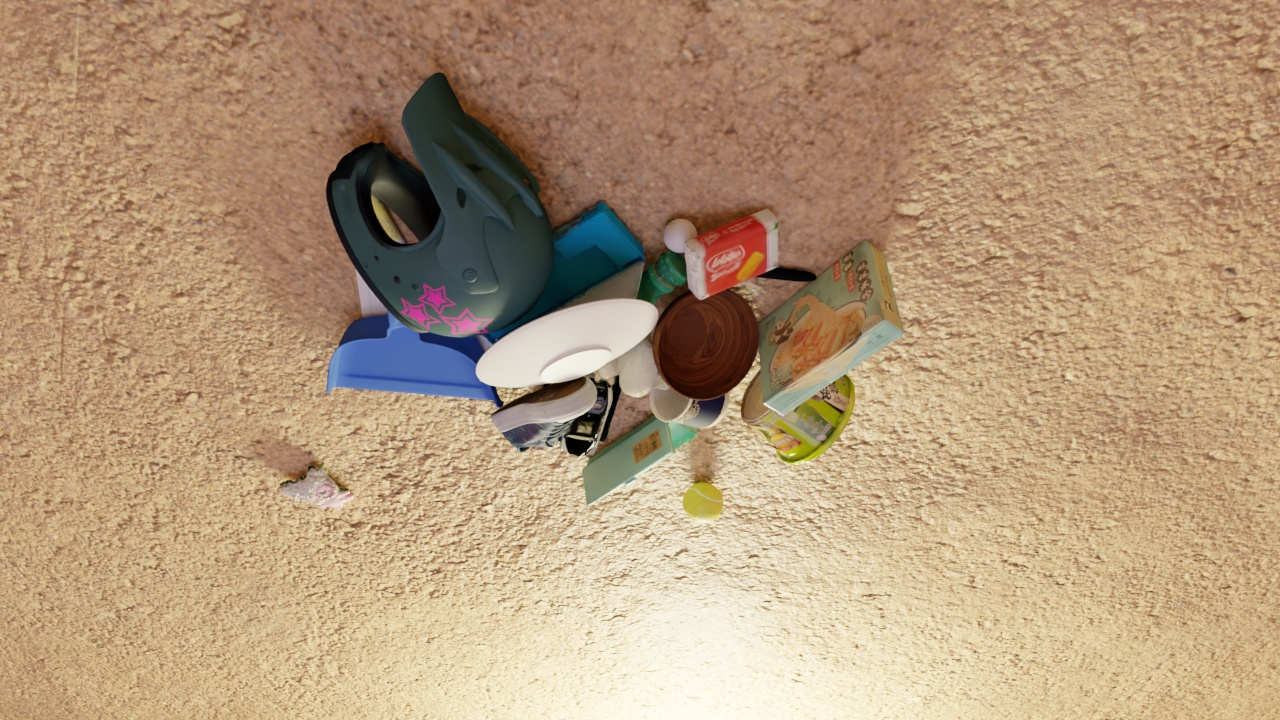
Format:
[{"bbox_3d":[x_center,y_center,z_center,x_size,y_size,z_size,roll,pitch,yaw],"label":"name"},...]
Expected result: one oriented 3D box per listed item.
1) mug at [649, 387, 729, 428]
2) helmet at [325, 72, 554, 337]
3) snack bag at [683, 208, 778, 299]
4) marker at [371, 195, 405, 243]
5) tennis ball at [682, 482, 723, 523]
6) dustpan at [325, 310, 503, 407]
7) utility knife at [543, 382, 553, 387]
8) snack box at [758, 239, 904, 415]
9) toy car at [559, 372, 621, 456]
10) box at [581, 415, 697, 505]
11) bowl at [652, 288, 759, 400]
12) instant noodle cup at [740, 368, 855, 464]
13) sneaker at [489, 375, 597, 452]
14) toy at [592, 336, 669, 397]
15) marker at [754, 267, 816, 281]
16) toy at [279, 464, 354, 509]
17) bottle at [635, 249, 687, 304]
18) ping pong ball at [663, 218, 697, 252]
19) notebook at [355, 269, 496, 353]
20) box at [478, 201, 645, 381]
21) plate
[{"bbox_3d":[0.066,0.048,1.278,0.089,0.085,0.112,17,-178,-39],"label":"mug"},{"bbox_3d":[-0.204,-0.157,1.006,0.201,0.176,0.275,-18,120,26],"label":"helmet"},{"bbox_3d":[0.109,-0.125,1.087,0.115,0.036,0.077,-24,138,-14],"label":"snack bag"},{"bbox_3d":[-0.307,-0.168,1.105,0.014,0.014,0.132,-10,135,12],"label":"marker"},{"bbox_3d":[0.100,0.229,1.474,0.065,0.065,0.065,1,137,1],"label":"tennis ball"},{"bbox_3d":[-0.305,-0.028,1.206,0.245,0.059,0.258,5,132,-3],"label":"dustpan"},{"bbox_3d":[-0.128,0.038,1.307,0.020,0.028,0.173,-7,141,-23],"label":"utility knife"},{"bbox_3d":[0.227,-0.038,1.131,0.044,0.141,0.194,29,130,-26],"label":"snack box"},{"bbox_3d":[-0.078,0.072,1.314,0.094,0.071,0.192,11,137,-8],"label":"toy car"},{"bbox_3d":[-0.004,0.158,1.385,0.077,0.092,0.189,35,127,-29],"label":"box"},{"bbox_3d":[0.073,-0.028,1.188,0.147,0.069,0.147,-7,107,-23],"label":"bowl"},{"bbox_3d":[0.208,0.058,1.241,0.098,0.145,0.147,35,128,-16],"label":"instant noodle cup"},{"bbox_3d":[-0.122,0.079,1.251,0.236,0.087,0.079,-18,103,55],"label":"sneaker"},{"bbox_3d":[-0.007,0.007,1.242,0.112,0.050,0.087,-2,102,2],"label":"toy"},{"bbox_3d":[0.154,-0.109,1.148,0.134,0.018,0.015,6,179,-4],"label":"marker"},{"bbox_3d":[-0.524,0.217,1.507,0.096,0.041,0.109,-27,135,25],"label":"toy"},{"bbox_3d":[-0.025,-0.067,1.164,0.068,0.068,0.210,34,128,-29],"label":"bottle"},{"bbox_3d":[0.047,-0.149,1.094,0.040,0.040,0.040,1,137,1],"label":"ping pong ball"},{"bbox_3d":[-0.247,-0.058,1.223,0.245,0.013,0.178,5,135,-3],"label":"notebook"},{"bbox_3d":[-0.117,-0.075,1.115,0.244,0.115,0.094,-27,127,23],"label":"box"},{"bbox_3d":[-0.082,-0.006,1.099,0.229,0.030,0.230,-19,163,-6],"label":"plate"}]
